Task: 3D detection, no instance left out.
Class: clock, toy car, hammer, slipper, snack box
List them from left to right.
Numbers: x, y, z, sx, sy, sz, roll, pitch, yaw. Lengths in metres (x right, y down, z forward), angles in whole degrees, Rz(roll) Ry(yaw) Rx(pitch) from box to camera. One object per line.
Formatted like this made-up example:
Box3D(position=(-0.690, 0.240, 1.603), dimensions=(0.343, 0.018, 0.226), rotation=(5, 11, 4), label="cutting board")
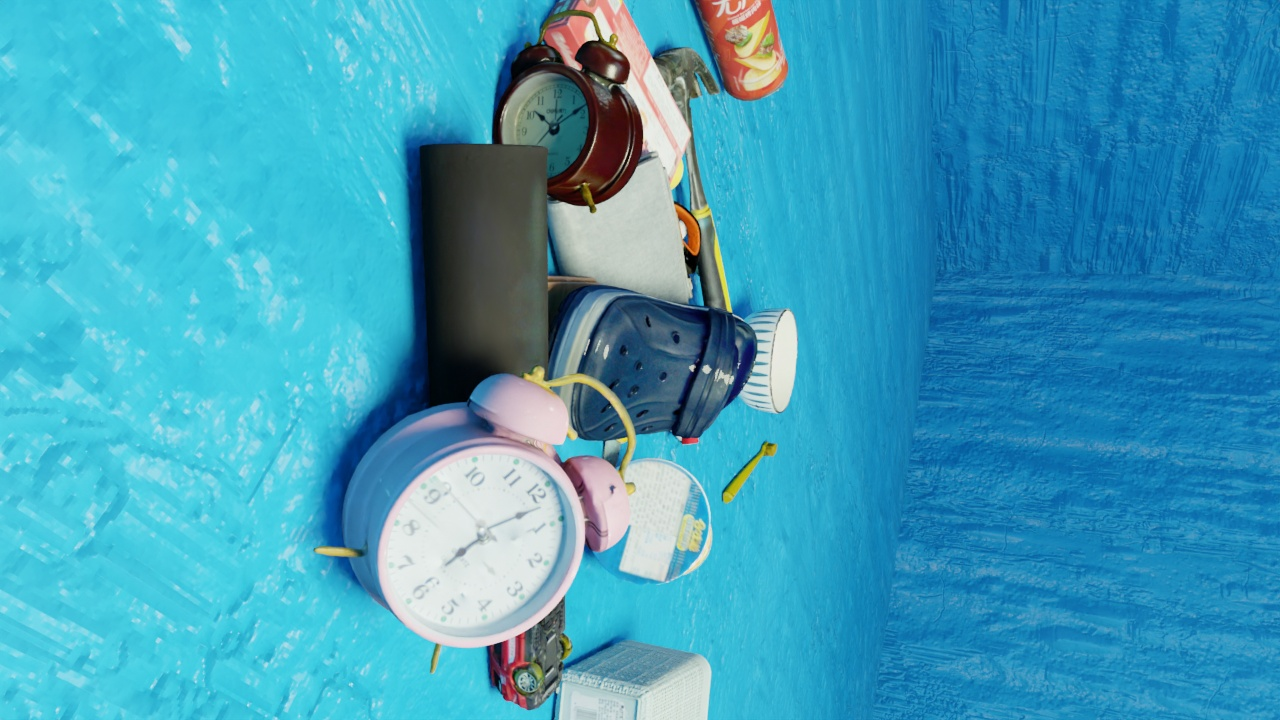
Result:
Box3D(position=(-0.070, 0.071, 0.459), dimensions=(0.158, 0.060, 0.117), rotation=(-41, 114, -14), label="clock")
Box3D(position=(-0.072, 0.163, 0.592), dimensions=(0.052, 0.045, 0.120), rotation=(-25, 122, -67), label="toy car")
Box3D(position=(-0.044, -0.151, 0.562), dimensions=(0.055, 0.082, 0.122), rotation=(-4, 100, -61), label="clock")
Box3D(position=(-0.013, -0.197, 0.664), dimensions=(0.153, 0.026, 0.075), rotation=(55, 44, -40), label="snack box")
Box3D(position=(0.025, 0.012, 0.635), dimensions=(0.252, 0.095, 0.105), rotation=(0, 109, -60), label="slipper")
Box3D(position=(0.060, -0.122, 0.850), dimensions=(0.125, 0.032, 0.323), rotation=(-50, 133, -56), label="hammer")

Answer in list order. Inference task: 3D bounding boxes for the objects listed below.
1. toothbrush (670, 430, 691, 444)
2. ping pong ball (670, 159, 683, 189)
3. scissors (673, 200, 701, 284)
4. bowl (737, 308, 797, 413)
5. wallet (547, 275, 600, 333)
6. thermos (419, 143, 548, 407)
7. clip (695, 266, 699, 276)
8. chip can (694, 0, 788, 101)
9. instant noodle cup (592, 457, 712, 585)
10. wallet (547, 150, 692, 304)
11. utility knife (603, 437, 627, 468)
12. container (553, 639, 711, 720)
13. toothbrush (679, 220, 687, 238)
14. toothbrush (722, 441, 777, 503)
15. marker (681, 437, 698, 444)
Box3D(position=(0.022, 0.047, 0.834), dimensions=(0.191, 0.018, 0.016), rotation=(46, 51, -60), label="toothbrush")
Box3D(position=(0.015, -0.158, 0.754), dimensions=(0.040, 0.040, 0.040), rotation=(4, 90, -67), label="ping pong ball")
Box3D(position=(-0.007, -0.129, 0.714), dimensions=(0.139, 0.022, 0.235), rotation=(-60, 140, -35), label="scissors")
Box3D(position=(0.130, -0.002, 1.024), dimensions=(0.116, 0.066, 0.116), rotation=(5, 90, -67), label="bowl")
Box3D(position=(-0.061, 0.001, 0.601), dimensions=(0.101, 0.020, 0.115), rotation=(-13, 118, -67), label="wallet")
Box3D(position=(-0.091, 0.006, 0.501), dimensions=(0.089, 0.068, 0.242), rotation=(-8, 103, -44), label="thermos")
Box3D(position=(0.060, -0.113, 0.906), dimensions=(0.034, 0.013, 0.055), rotation=(47, 50, -62), label="clip")
Box3D(position=(0.084, -0.339, 0.853), dimensions=(0.217, 0.073, 0.073), rotation=(56, 43, -57), label="chip can")
Box3D(position=(0.017, 0.137, 0.753), dimensions=(0.110, 0.099, 0.099), rotation=(50, 48, -69), label="instant noodle cup")
Box3D(position=(-0.014, -0.077, 0.669), dimensions=(0.106, 0.037, 0.130), rotation=(-29, 126, -25), label="wallet")
Box3D(position=(-0.004, 0.004, 0.731), dimensions=(0.033, 0.015, 0.177), rotation=(3, 104, -45), label="utility knife")
Box3D(position=(-0.008, 0.276, 0.712), dimensions=(0.111, 0.090, 0.090), rotation=(15, 79, -65), label="container")
Box3D(position=(0.018, -0.090, 0.804), dimensions=(0.179, 0.016, 0.016), rotation=(-55, 141, -52), label="toothbrush")
Box3D(position=(0.137, 0.135, 1.126), dimensions=(0.189, 0.017, 0.016), rotation=(-31, 121, -63), label="toothbrush")
Box3D(position=(0.040, 0.005, 0.850), dimensions=(0.017, 0.017, 0.145), rotation=(-10, 95, -67), label="marker")
